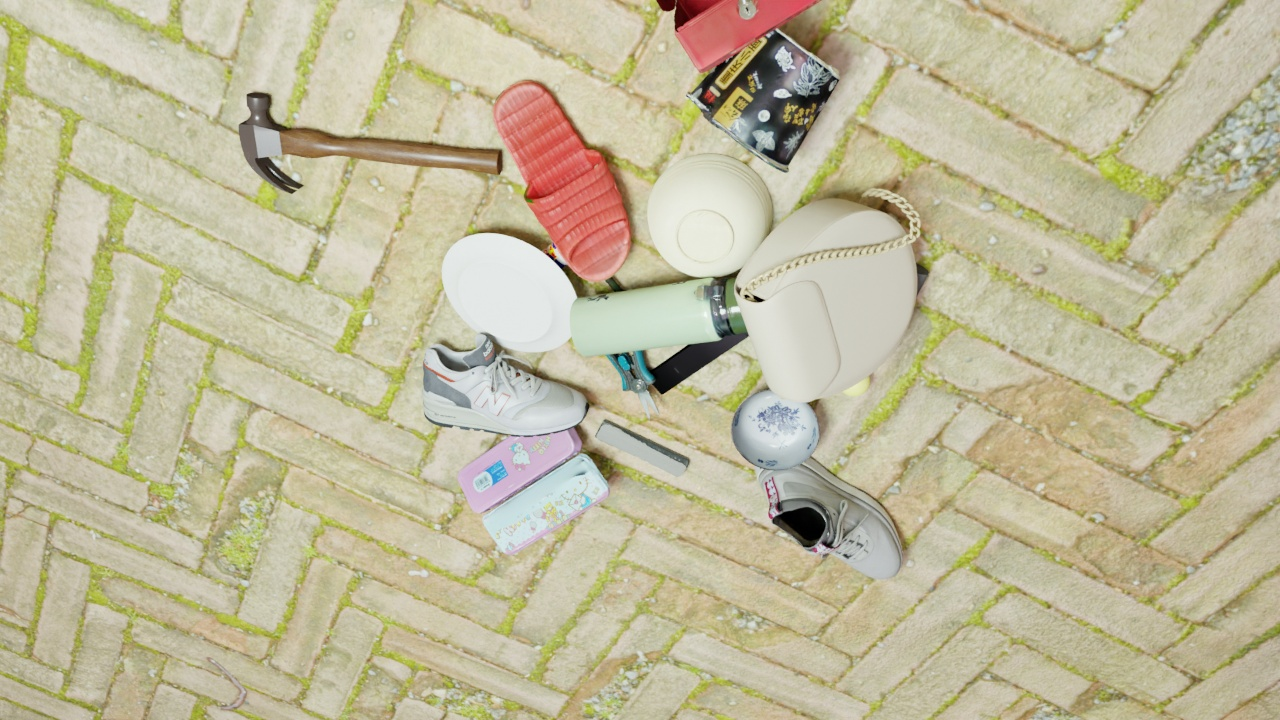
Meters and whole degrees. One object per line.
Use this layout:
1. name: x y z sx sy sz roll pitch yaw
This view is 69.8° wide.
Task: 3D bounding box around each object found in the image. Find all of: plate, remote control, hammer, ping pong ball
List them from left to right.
1. hammer: -0.328 -0.253 1.113 0.323 0.033 0.115 7 120 6
2. plate: -0.170 -0.077 1.169 0.189 0.016 0.189 12 135 13
3. remote control: 0.003 0.124 1.290 0.136 0.013 0.033 26 121 -4
4. remote control: 0.073 -0.007 1.197 0.150 0.013 0.034 -35 105 26
5. ping pong ball: 0.271 0.026 1.166 0.040 0.040 0.040 5 121 7

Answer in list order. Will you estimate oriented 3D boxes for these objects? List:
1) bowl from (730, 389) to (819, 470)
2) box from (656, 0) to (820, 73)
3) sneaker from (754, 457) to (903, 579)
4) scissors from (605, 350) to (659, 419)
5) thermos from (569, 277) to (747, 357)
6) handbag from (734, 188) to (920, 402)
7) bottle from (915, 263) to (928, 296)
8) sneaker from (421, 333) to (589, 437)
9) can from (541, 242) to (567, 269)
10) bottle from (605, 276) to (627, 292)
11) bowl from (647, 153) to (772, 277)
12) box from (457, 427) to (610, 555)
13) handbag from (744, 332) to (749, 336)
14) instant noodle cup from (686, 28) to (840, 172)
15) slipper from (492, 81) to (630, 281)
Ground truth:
1. bowl: 0.177 0.084 1.209 0.114 0.045 0.114 3 108 9
2. box: 0.102 -0.375 0.904 0.158 0.133 0.110 -29 111 25
3. sneaker: 0.261 0.232 1.241 0.263 0.128 0.097 39 120 -15
4. scissors: -0.015 0.005 1.211 0.148 0.019 0.124 31 119 3
5. thermos: 0.033 -0.055 1.097 0.232 0.082 0.082 -6 119 21
6. handbag: 0.217 -0.067 1.025 0.208 0.103 0.211 -35 126 -15
7. bottle: 0.310 -0.063 1.110 0.030 0.030 0.113 18 122 -1
8. sneaker: -0.192 0.028 1.223 0.240 0.088 0.124 0 124 14
9. can: -0.104 -0.130 1.144 0.095 0.032 0.032 -33 110 26
10. bottle: -0.012 -0.070 1.168 0.025 0.025 0.106 -32 111 25
11. bowl: 0.077 -0.157 1.071 0.151 0.075 0.151 5 122 8
12. box: -0.155 0.175 1.305 0.215 0.034 0.151 -35 86 26
13. handbag: 0.161 -0.044 1.134 0.079 0.054 0.128 -36 111 24
14. instant noodle cup: 0.134 -0.283 0.959 0.137 0.137 0.112 33 111 -10
15. slipper: -0.085 -0.205 1.062 0.103 0.059 0.249 -28 108 -1
